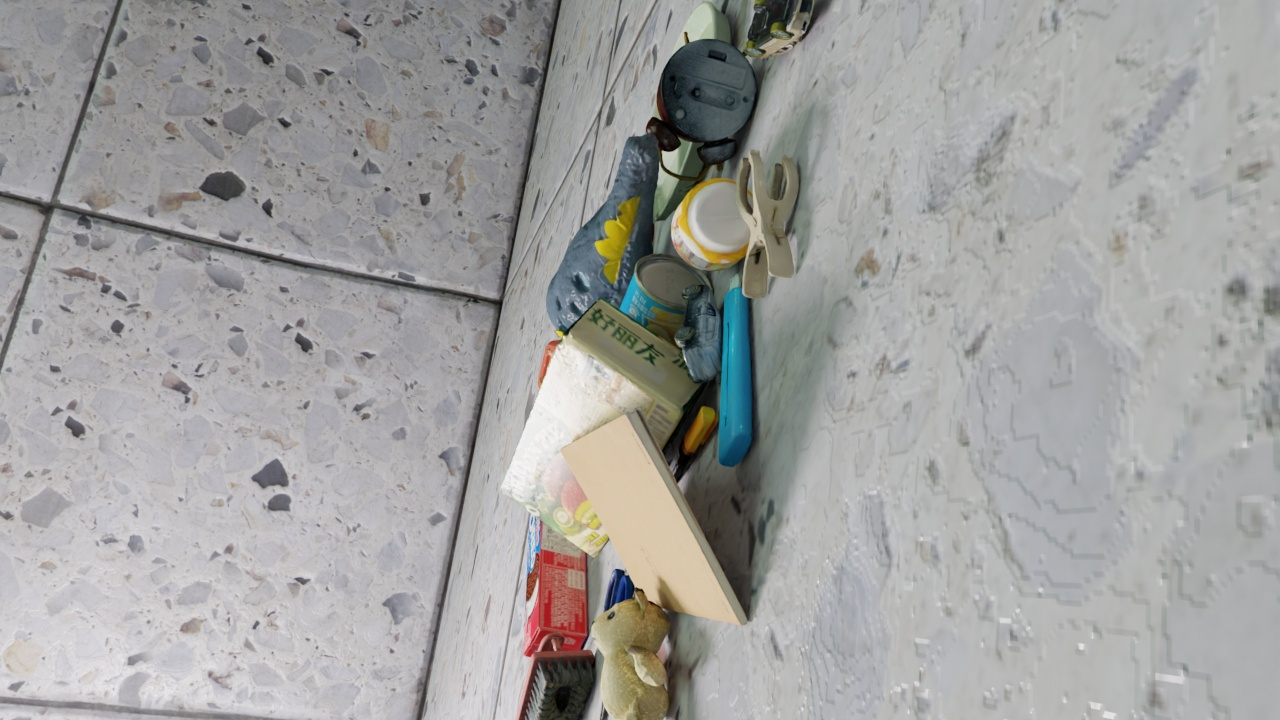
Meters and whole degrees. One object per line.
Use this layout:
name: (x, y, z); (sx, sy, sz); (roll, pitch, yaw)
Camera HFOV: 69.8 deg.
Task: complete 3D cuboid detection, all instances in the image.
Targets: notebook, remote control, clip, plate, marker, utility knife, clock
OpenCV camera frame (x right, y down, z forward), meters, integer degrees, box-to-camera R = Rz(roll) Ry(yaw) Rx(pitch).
notebook: (0.001, 0.116, 0.662); (0.149, 0.012, 0.212); (62, 160, 2)
remote control: (0.025, -0.077, 0.893); (0.056, 0.020, 0.135); (143, 137, -69)
clip: (0.087, -0.097, 0.635); (0.070, 0.034, 0.099); (145, 131, -69)
plate: (0.045, -0.253, 0.954); (0.230, 0.027, 0.230); (-169, 91, -76)
marker: (0.036, 0.075, 0.732); (0.124, 0.015, 0.018); (115, 164, -50)
utility knife: (0.068, -0.001, 0.659); (0.034, 0.018, 0.160); (119, 160, -52)
clock: (0.050, -0.215, 0.783); (0.055, 0.082, 0.122); (-134, 58, -79)

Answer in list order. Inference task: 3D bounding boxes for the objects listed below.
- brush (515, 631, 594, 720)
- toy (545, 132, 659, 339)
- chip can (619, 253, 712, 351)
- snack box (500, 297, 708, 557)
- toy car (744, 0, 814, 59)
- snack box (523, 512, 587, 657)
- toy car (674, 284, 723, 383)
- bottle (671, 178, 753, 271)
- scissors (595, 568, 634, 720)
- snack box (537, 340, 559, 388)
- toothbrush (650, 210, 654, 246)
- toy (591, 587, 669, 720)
brush: (-0.093, 0.345, 0.917); (0.069, 0.063, 0.146); (-125, 46, -56)
toy: (-0.042, -0.083, 0.892); (0.357, 0.091, 0.137); (137, 134, -68)
chip can: (-0.005, 0.005, 0.834); (0.071, 0.071, 0.211); (-92, 19, -46)
snack box: (-0.037, 0.067, 0.794); (0.063, 0.114, 0.241); (-50, -10, -43)
toy car: (0.106, -0.254, 0.686); (0.090, 0.035, 0.042); (-164, 85, -76)
snack box: (-0.093, 0.234, 1.028); (0.207, 0.058, 0.057); (-95, 25, -52)
toy car: (0.049, -0.023, 0.707); (0.090, 0.034, 0.043); (-80, -28, -49)
bottle: (0.054, -0.100, 0.708); (0.108, 0.063, 0.063); (150, 132, -82)
scissors: (-0.026, 0.272, 0.818); (0.126, 0.012, 0.173); (121, 156, -55)
snack box: (-0.055, 0.015, 0.961); (0.091, 0.080, 0.082); (22, 100, 51)
toothbrush: (0.005, -0.065, 0.924); (0.017, 0.016, 0.187); (-176, 89, -68)
toy: (-0.012, 0.246, 0.664); (0.105, 0.066, 0.156); (91, -173, -52)
